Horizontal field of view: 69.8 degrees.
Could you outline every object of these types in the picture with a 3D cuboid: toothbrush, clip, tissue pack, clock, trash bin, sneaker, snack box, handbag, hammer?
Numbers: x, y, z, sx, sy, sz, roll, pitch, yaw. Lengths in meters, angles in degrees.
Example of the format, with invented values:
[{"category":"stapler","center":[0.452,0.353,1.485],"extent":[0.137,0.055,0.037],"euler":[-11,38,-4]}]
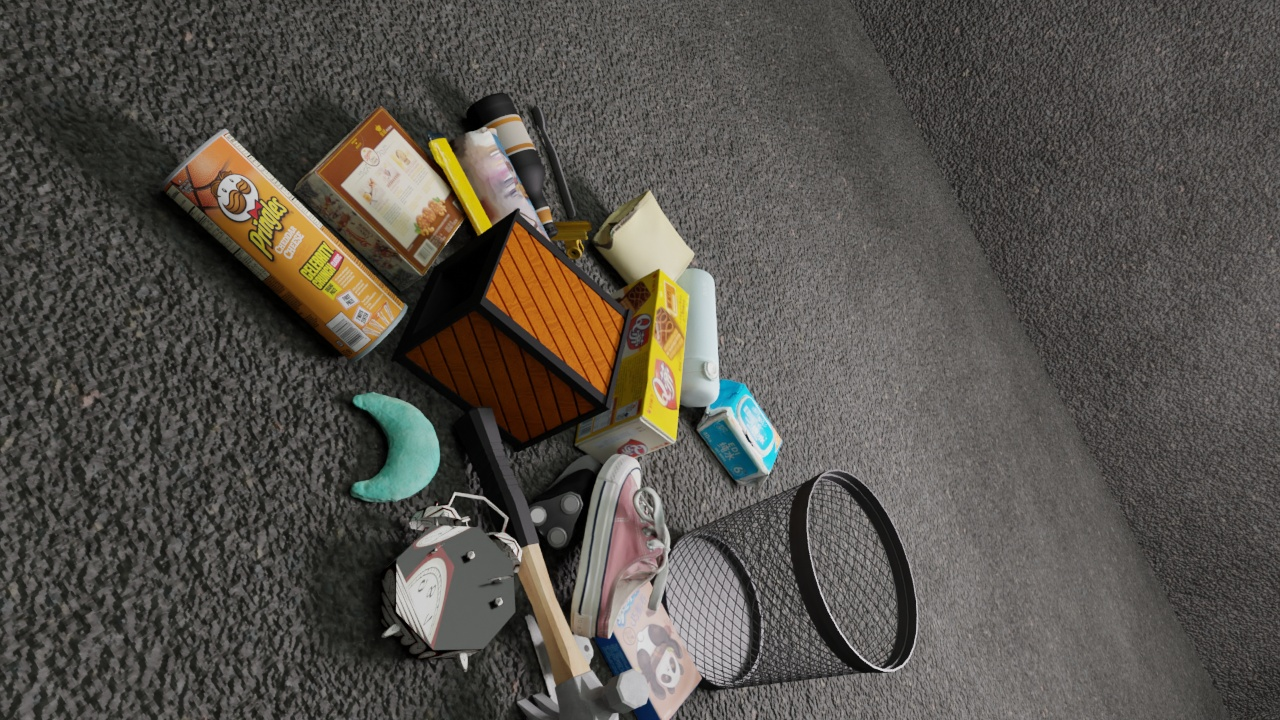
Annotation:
[{"category":"toothbrush","center":[-0.115,-0.266,1.228],"extent":[0.013,0.013,0.167],"euler":[3,66,-60]},{"category":"clip","center":[-0.070,0.292,0.909],"extent":[0.058,0.050,0.101],"euler":[-11,78,-41]},{"category":"tissue pack","center":[0.139,0.100,1.276],"extent":[0.144,0.062,0.092],"euler":[53,37,-14]},{"category":"clock","center":[-0.161,0.185,0.812],"extent":[0.114,0.065,0.154],"euler":[29,52,-17]},{"category":"trash bin","center":[0.159,0.263,1.053],"extent":[0.217,0.228,0.217],"euler":[30,47,-38]},{"category":"sneaker","center":[-0.012,0.190,0.964],"extent":[0.240,0.088,0.118],"euler":[-77,172,-53]},{"category":"snack box","center":[0.001,0.308,0.994],"extent":[0.087,0.034,0.151],"euler":[-30,92,-54]},{"category":"snack box","center":[-0.261,-0.170,0.957],"extent":[0.147,0.041,0.142],"euler":[46,39,-23]},{"category":"snack box","center":[-0.007,0.006,1.108],"extent":[0.061,0.110,0.229],"euler":[38,42,-33]},{"category":"trash bin","center":[-0.127,-0.027,0.950],"extent":[0.172,0.140,0.139],"euler":[41,41,-28]},{"category":"handbag","center":[0.001,-0.154,1.252],"extent":[0.119,0.081,0.110],"euler":[52,44,-19]},{"category":"clip","center":[-0.088,-0.153,1.168],"extent":[0.044,0.054,0.049],"euler":[-16,106,-74]},{"category":"hammer","center":[-0.106,0.196,0.877],"extent":[0.039,0.131,0.328],"euler":[1,58,-51]}]

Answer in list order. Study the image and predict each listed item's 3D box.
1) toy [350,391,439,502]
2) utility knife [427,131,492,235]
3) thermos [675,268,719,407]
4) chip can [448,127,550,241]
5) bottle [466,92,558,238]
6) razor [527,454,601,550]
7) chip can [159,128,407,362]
[{"category":"toy","center":[-0.228,0.082,0.852],"extent":[0.085,0.033,0.105],"euler":[10,61,-36]},{"category":"utility knife","center":[-0.185,-0.169,1.003],"extent":[0.030,0.017,0.179],"euler":[-36,98,-52]},{"category":"thermos","center":[0.074,-0.031,1.266],"extent":[0.065,0.078,0.206],"euler":[23,48,-27]},{"category":"chip can","center":[-0.150,-0.152,1.058],"extent":[0.079,0.080,0.229],"euler":[-27,90,-55]},{"category":"bottle","center":[-0.149,-0.233,1.123],"extent":[0.059,0.059,0.181],"euler":[-24,88,-55]},{"category":"razor","center":[-0.075,0.145,0.988],"extent":[0.057,0.060,0.156],"euler":[47,17,-3]},{"category":"chip can","center":[-0.312,-0.098,0.817],"extent":[0.215,0.075,0.075],"euler":[47,38,-22]}]
